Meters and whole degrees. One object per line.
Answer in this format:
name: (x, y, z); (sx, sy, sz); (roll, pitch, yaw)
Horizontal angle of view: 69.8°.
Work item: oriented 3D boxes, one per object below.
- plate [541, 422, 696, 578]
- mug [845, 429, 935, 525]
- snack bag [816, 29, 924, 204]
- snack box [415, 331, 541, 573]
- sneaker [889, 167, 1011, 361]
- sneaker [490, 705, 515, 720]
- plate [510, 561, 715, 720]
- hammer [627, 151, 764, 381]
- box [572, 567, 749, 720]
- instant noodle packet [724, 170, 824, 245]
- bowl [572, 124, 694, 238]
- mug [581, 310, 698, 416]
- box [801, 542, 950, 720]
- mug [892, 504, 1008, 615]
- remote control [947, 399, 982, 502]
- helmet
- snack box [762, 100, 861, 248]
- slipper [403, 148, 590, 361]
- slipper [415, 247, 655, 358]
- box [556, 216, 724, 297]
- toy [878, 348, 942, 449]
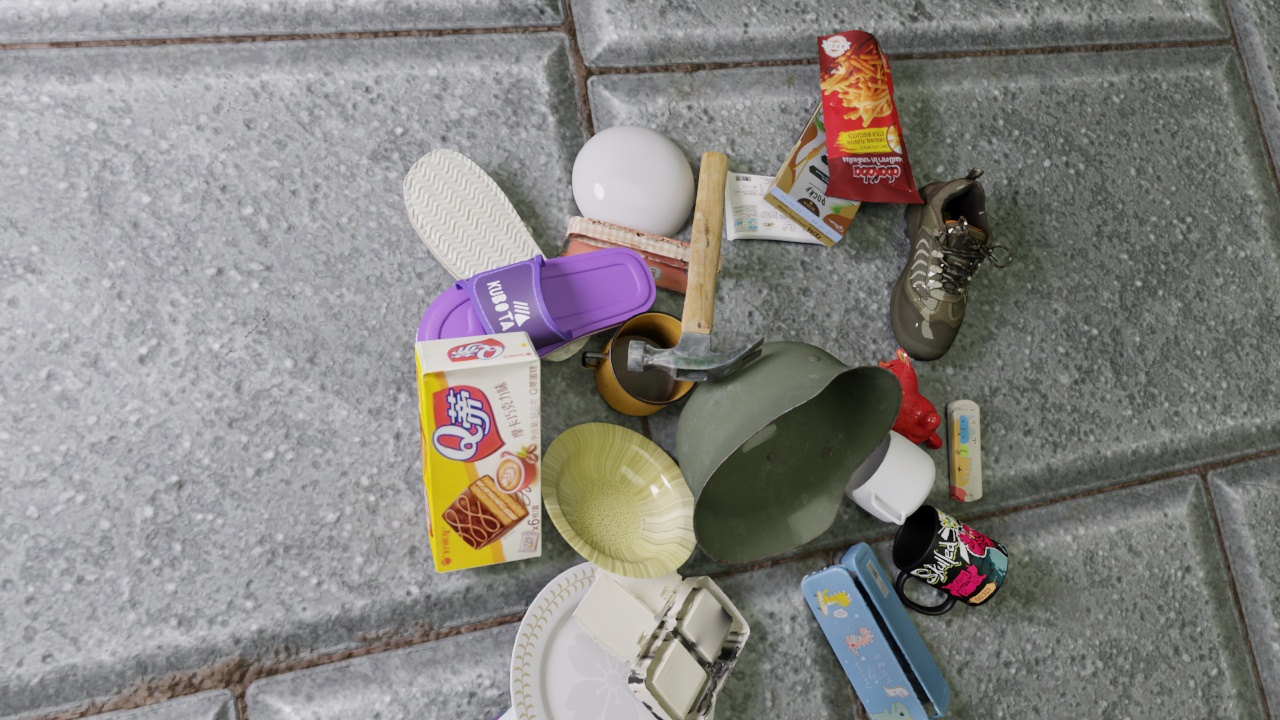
plate: (-0.027, 0.152, 0.967); (0.184, 0.036, 0.184); (19, 44, -20)
mug: (0.282, 0.138, 1.043); (0.068, 0.095, 0.115); (34, 35, -8)
snack bag: (0.271, -0.289, 1.119); (0.138, 0.067, 0.207); (2, 79, -28)
snack box: (-0.156, 0.091, 0.891); (0.110, 0.061, 0.231); (-6, 118, -17)
sneaker: (0.383, -0.120, 1.101); (0.101, 0.143, 0.237); (13, 77, -13)
sneaker: (-0.132, 0.387, 0.902); (0.234, 0.079, 0.087); (-25, 86, -37)
plate: (-0.025, 0.326, 0.937); (0.242, 0.016, 0.242); (15, 61, -29)
hammer: (0.071, -0.113, 0.993); (0.132, 0.033, 0.329); (5, 52, 4)
box: (0.022, 0.277, 0.950); (0.187, 0.058, 0.144); (48, 51, -10)
instant noodle packet: (0.166, -0.185, 1.115); (0.134, 0.026, 0.087); (1, 79, -16)
bowl: (-0.002, -0.210, 1.065); (0.149, 0.043, 0.149); (3, 79, -15)
mug: (-0.006, 0.006, 0.995); (0.123, 0.094, 0.100); (6, 76, -14)
box: (0.270, 0.319, 1.049); (0.086, 0.072, 0.209); (-30, 87, 22)
mug: (0.348, 0.241, 1.063); (0.098, 0.081, 0.118); (28, 101, -9)
remote control: (0.398, 0.111, 1.128); (0.038, 0.018, 0.125); (3, 81, -15)
helmet: (0.141, 0.071, 0.979); (0.267, 0.227, 0.153); (-27, 46, -8)
snack box: (0.233, -0.237, 1.122); (0.101, 0.032, 0.185); (35, 61, -7)
slipper: (-0.154, -0.111, 1.001); (0.114, 0.052, 0.263); (-43, 99, -22)
slipper: (-0.098, -0.059, 0.935); (0.266, 0.084, 0.107); (-20, 82, -24)
box: (0.001, -0.117, 1.044); (0.187, 0.056, 0.071); (13, 108, -11)
toy: (0.324, 0.052, 1.093); (0.133, 0.088, 0.093); (38, 54, -18)
